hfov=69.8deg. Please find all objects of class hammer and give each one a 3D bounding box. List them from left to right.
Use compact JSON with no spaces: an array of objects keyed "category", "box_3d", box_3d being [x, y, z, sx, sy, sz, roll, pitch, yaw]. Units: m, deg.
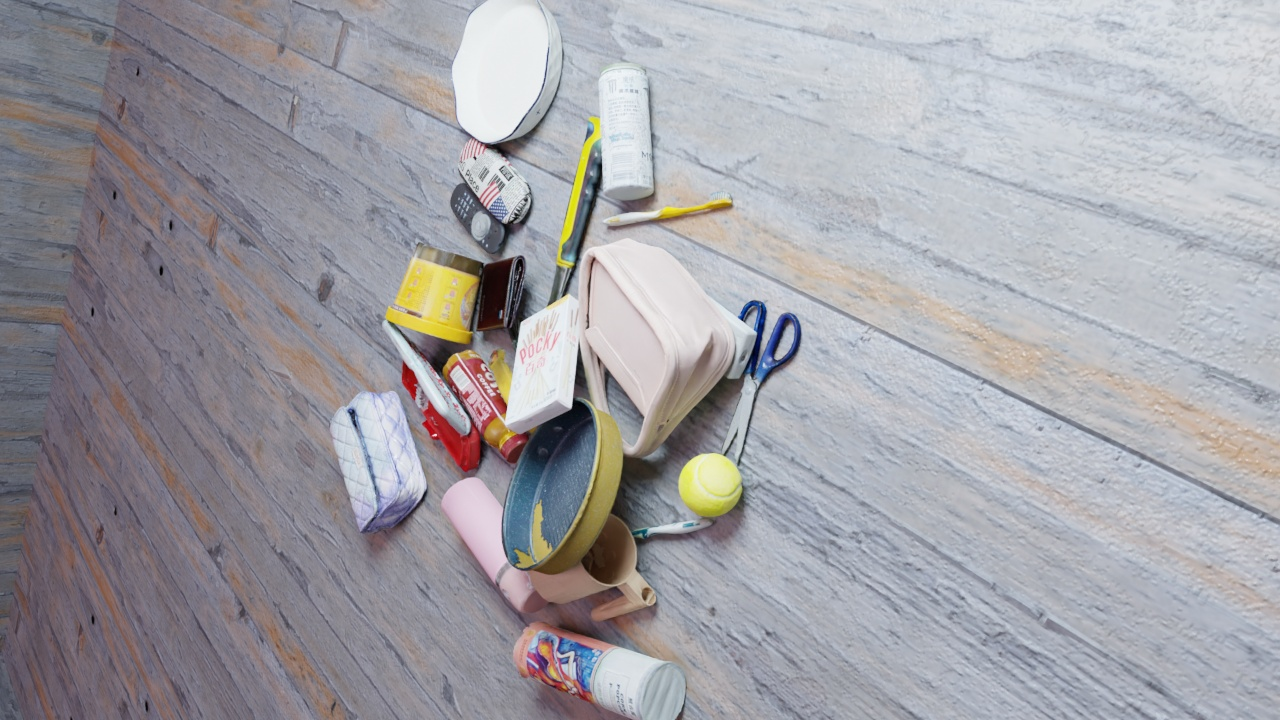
[{"category":"hammer","box_3d":[-0.092,-0.139,1.136,0.126,0.031,0.323,26,106,40]}]

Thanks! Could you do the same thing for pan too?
[{"category":"pan","box_3d":[-0.122,0.092,1.071,0.198,0.078,0.357,-55,29,18]}]

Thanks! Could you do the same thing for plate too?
[{"category":"plate","box_3d":[-0.176,-0.388,1.220,0.205,0.045,0.205,-2,88,44]}]

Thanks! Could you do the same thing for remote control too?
[{"category":"remote control","box_3d":[-0.220,-0.196,1.265,0.136,0.024,0.053,48,118,32]},{"category":"remote control","box_3d":[0.070,-0.037,0.976,0.135,0.019,0.056,42,122,44]}]

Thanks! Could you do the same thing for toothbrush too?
[{"category":"toothbrush","box_3d":[0.008,0.197,1.035,0.192,0.016,0.018,-18,85,42]},{"category":"toothbrush","box_3d":[0.027,-0.170,1.038,0.192,0.016,0.018,-1,76,43]}]

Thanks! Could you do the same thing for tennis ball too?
[{"category":"tennis ball","box_3d":[0.072,0.128,0.944,0.066,0.065,0.065,-3,86,43]}]

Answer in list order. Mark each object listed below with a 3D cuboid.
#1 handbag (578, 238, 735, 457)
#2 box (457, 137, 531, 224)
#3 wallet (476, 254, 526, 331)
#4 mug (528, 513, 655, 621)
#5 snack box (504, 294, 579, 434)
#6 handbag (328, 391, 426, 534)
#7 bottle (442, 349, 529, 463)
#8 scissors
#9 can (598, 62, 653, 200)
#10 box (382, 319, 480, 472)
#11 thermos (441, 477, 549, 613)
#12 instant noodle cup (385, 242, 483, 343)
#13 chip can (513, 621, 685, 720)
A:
[{"category":"handbag","box_3d":[-0.006,0.006,1.005,0.193,0.093,0.235,53,137,38]},{"category":"box","box_3d":[-0.196,-0.243,1.239,0.164,0.052,0.069,52,131,34]},{"category":"wallet","box_3d":[-0.185,-0.086,1.201,0.122,0.020,0.096,0,78,62]},{"category":"mug","box_3d":[-0.055,0.242,1.045,0.124,0.084,0.104,50,134,-8]},{"category":"snack box","box_3d":[-0.110,0.003,1.060,0.085,0.027,0.156,-27,43,32]},{"category":"handbag","box_3d":[-0.401,0.147,1.382,0.134,0.075,0.193,-44,59,33]},{"category":"bottle","box_3d":[-0.199,0.061,1.208,0.175,0.057,0.058,50,120,33]},{"category":"scissors","box_3d":[0.108,0.018,0.952,0.173,0.012,0.132,-50,58,30]},{"category":"can","box_3d":[-0.017,-0.261,1.053,0.058,0.058,0.146,-8,82,43]},{"category":"box","box_3d":[-0.285,0.045,1.259,0.201,0.058,0.161,47,157,35]},{"category":"thermos","box_3d":[-0.182,0.230,1.169,0.198,0.067,0.087,44,151,37]},{"category":"instant noodle cup","box_3d":[-0.275,-0.094,1.254,0.119,0.118,0.114,19,93,42]},{"category":"chip can","box_3d":[-0.052,0.354,1.045,0.215,0.071,0.071,1,89,44]}]
